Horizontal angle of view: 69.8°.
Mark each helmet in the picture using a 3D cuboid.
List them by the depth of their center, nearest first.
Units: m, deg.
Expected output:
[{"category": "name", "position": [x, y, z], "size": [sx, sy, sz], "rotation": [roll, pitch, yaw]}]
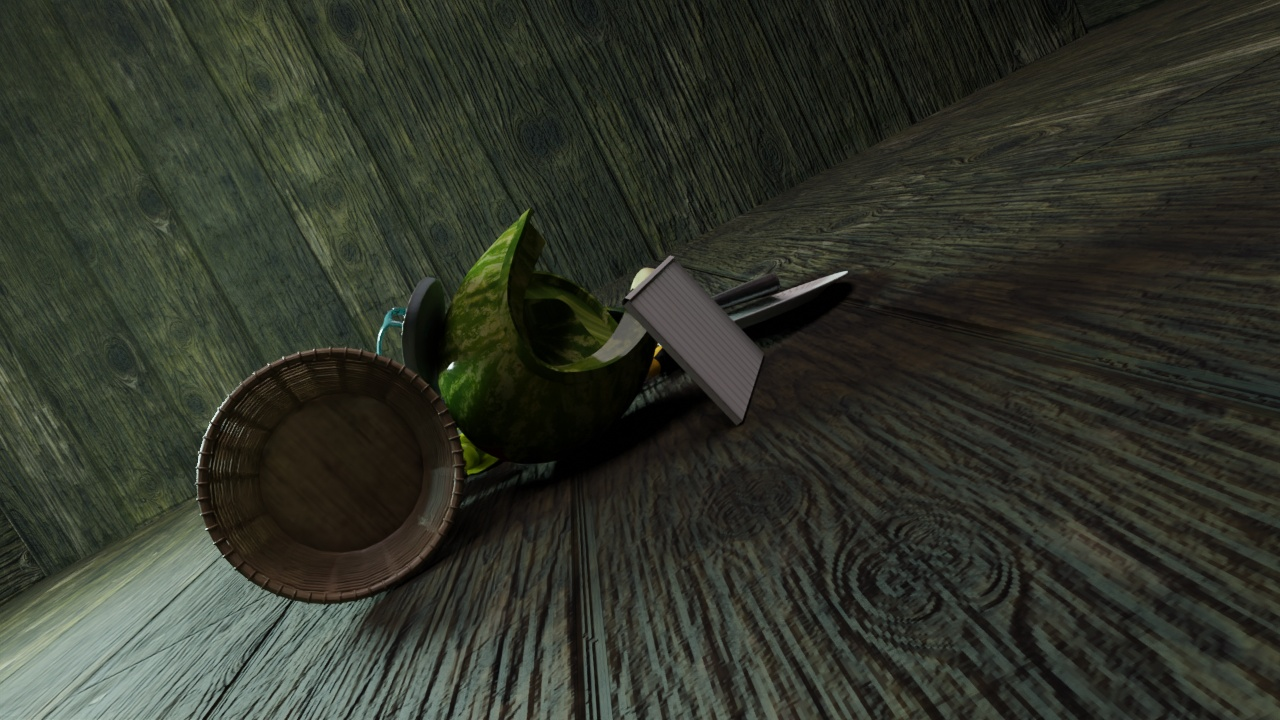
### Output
[{"category": "helmet", "position": [-0.103, -0.009, 0.963], "size": [0.248, 0.213, 0.242], "rotation": [-42, 25, 64]}]

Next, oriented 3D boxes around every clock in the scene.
[{"category": "clock", "position": [-0.203, 0.107, 1.140], "size": [0.118, 0.057, 0.083], "rotation": [-41, 15, -33]}]

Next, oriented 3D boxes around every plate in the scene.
[{"category": "plate", "position": [0.137, -0.056, 1.112], "size": [0.242, 0.016, 0.242], "rotation": [-21, 3, 1]}]

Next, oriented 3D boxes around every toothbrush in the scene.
[{"category": "toothbrush", "position": [0.046, -0.015, 1.185], "size": [0.031, 0.031, 0.196], "rotation": [-13, 11, 27]}]

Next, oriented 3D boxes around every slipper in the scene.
[{"category": "slipper", "position": [-0.240, -0.013, 0.980], "size": [0.269, 0.055, 0.098], "rotation": [106, 179, -66]}]

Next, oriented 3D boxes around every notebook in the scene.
[{"category": "notebook", "position": [0.056, -0.028, 0.863], "size": [0.009, 0.142, 0.209], "rotation": [-42, 3, 20]}]

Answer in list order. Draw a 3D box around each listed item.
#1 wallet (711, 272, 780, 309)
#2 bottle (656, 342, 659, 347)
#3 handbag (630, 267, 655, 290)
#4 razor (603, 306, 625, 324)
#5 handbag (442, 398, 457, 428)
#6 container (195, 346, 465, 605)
[{"category": "wallet", "position": [0.125, -0.082, 1.215], "size": [0.099, 0.031, 0.120], "rotation": [-19, 0, -7]}, {"category": "bottle", "position": [-0.029, 0.004, 1.219], "size": [0.146, 0.051, 0.051], "rotation": [-24, 10, 20]}, {"category": "handbag", "position": [0.017, -0.069, 1.282], "size": [0.081, 0.111, 0.119], "rotation": [1, 13, 3]}, {"category": "razor", "position": [-0.005, -0.068, 1.388], "size": [0.151, 0.067, 0.054], "rotation": [9, 2, -15]}, {"category": "handbag", "position": [-0.324, 0.097, 1.281], "size": [0.205, 0.125, 0.221], "rotation": [-27, 11, 37]}, {"category": "container", "position": [-0.296, 0.110, 0.904], "size": [0.226, 0.227, 0.196], "rotation": [-30, 2, -16]}]
